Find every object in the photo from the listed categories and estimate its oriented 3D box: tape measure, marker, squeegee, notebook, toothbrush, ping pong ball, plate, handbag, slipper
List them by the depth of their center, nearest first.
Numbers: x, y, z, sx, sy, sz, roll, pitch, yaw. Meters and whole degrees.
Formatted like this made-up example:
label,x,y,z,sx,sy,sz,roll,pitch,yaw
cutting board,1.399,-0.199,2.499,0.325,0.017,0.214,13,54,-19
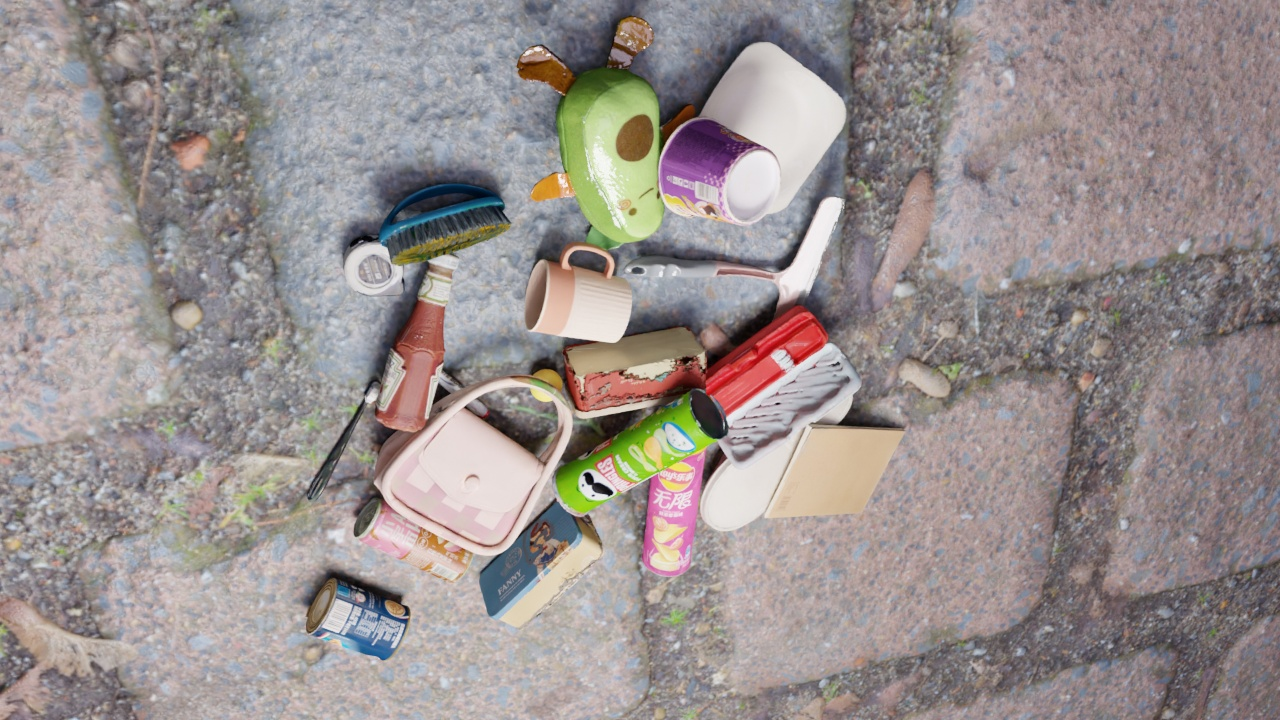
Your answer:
label,x,y,z,sx,sy,sz,roll,pitch,yaw
tape measure,-0.293,-0.105,1.011,0.066,0.033,0.066,-2,114,-19
plate,0.141,-0.269,1.065,0.163,0.034,0.164,28,105,-27
marker,-0.236,0.022,1.102,0.017,0.017,0.145,-42,120,5
toothbrush,-0.358,0.101,1.104,0.015,0.018,0.181,25,107,-29
handbag,-0.184,0.110,1.114,0.234,0.093,0.193,-46,121,10
squeegee,0.095,-0.109,1.126,0.249,0.040,0.248,3,126,-20
ping pong ball,-0.116,0.031,1.129,0.040,0.040,0.040,-7,117,-14
slipper,0.179,0.119,1.257,0.114,0.054,0.274,38,95,-31
notebook,0.277,0.158,1.297,0.211,0.012,0.150,5,116,-39

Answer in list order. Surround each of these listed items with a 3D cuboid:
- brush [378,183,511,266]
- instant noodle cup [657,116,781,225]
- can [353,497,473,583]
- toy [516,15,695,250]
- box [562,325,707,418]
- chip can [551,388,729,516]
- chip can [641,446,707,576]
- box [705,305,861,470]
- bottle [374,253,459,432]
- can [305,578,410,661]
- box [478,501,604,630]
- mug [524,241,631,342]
label,x,y,z,sx,sy,sz,roll,pitch,yaw
brush,-0.214,-0.153,0.991,0.143,0.055,0.073,-21,83,-25
instant noodle cup,0.091,-0.199,0.991,0.111,0.099,0.112,-19,123,-33
can,-0.286,0.229,1.164,0.147,0.058,0.058,35,101,-28
toy,-0.030,-0.234,0.994,0.226,0.090,0.247,-29,124,-19
box,-0.007,0.006,1.122,0.168,0.091,0.076,-11,121,-13
chip can,-0.004,0.115,1.136,0.237,0.072,0.072,-32,124,30
chip can,0.045,0.188,1.232,0.071,0.071,0.211,-4,121,-16
box,0.168,0.038,1.175,0.202,0.098,0.119,-37,132,12
bottle,-0.248,-0.023,1.038,0.059,0.060,0.206,14,97,-23
can,-0.364,0.333,1.182,0.111,0.075,0.075,31,103,-27
box,-0.136,0.275,1.217,0.184,0.089,0.060,-44,126,5
mug,-0.069,-0.080,1.065,0.105,0.081,0.115,9,114,-23
